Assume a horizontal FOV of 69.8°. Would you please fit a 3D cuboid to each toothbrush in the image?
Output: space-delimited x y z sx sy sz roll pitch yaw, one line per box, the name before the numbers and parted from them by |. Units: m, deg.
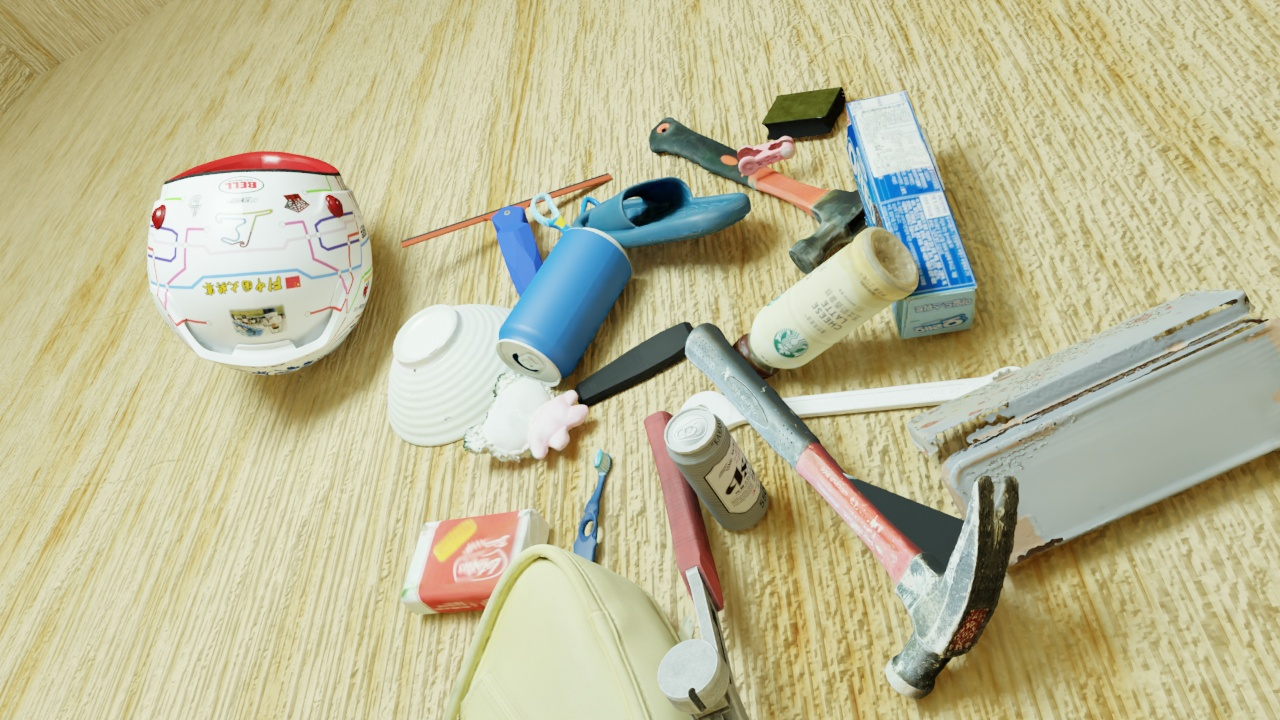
toothbrush | -0.039 0.127 0.739 0.021 0.016 0.132 -13 46 25

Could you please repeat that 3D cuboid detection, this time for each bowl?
bowl | -0.197 -0.006 0.920 0.177 0.071 0.177 -17 45 18

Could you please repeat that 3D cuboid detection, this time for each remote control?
remote control | -0.005 0.005 0.833 0.125 0.010 0.039 -30 42 7

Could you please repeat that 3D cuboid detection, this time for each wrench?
wrench | 0.155 0.033 0.707 0.274 0.009 0.047 -8 49 27

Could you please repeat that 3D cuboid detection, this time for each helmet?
helmet | -0.422 -0.105 1.034 0.230 0.236 0.314 -7 18 -16

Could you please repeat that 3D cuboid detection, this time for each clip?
clip | 0.122 -0.203 0.893 0.058 0.022 0.037 -13 43 18

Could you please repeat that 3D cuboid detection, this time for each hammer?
hammer | 0.037 0.136 0.634 0.036 0.126 0.315 -26 31 9
hammer | 0.108 -0.193 0.930 0.133 0.033 0.333 -44 42 -8
hammer | 0.120 0.059 0.632 0.326 0.036 0.141 51 126 48

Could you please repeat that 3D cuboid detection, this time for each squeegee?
squeegee | -0.129 -0.115 0.986 0.249 0.055 0.184 -19 55 -4

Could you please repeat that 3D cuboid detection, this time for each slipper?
slipper | 0.018 -0.151 0.901 0.214 0.059 0.103 6 29 47

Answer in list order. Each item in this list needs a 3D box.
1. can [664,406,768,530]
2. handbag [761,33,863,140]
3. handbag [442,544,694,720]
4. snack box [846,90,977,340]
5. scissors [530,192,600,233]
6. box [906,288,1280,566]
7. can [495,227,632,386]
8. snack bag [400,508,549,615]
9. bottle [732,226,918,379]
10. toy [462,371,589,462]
can | 0.055 0.079 0.655 0.044 0.106 0.043 -17 45 18
handbag | 0.193 -0.297 0.980 0.084 0.027 0.177 2 48 34
handbag | -0.033 0.245 0.585 0.191 0.088 0.233 -55 43 4
snack box | 0.216 -0.123 0.750 0.059 0.059 0.226 -10 55 8
scissors | -0.080 -0.134 0.967 0.105 0.019 0.131 14 51 -6
box | 0.294 0.040 0.585 0.216 0.096 0.105 -27 81 8
can | -0.072 -0.053 0.877 0.079 0.079 0.145 8 57 37
snack bag | -0.134 0.165 0.750 0.116 0.036 0.076 -11 46 24
bottle | 0.134 -0.036 0.704 0.163 0.056 0.056 -39 31 44
toy | -0.098 0.056 0.825 0.109 0.041 0.095 8 57 30
